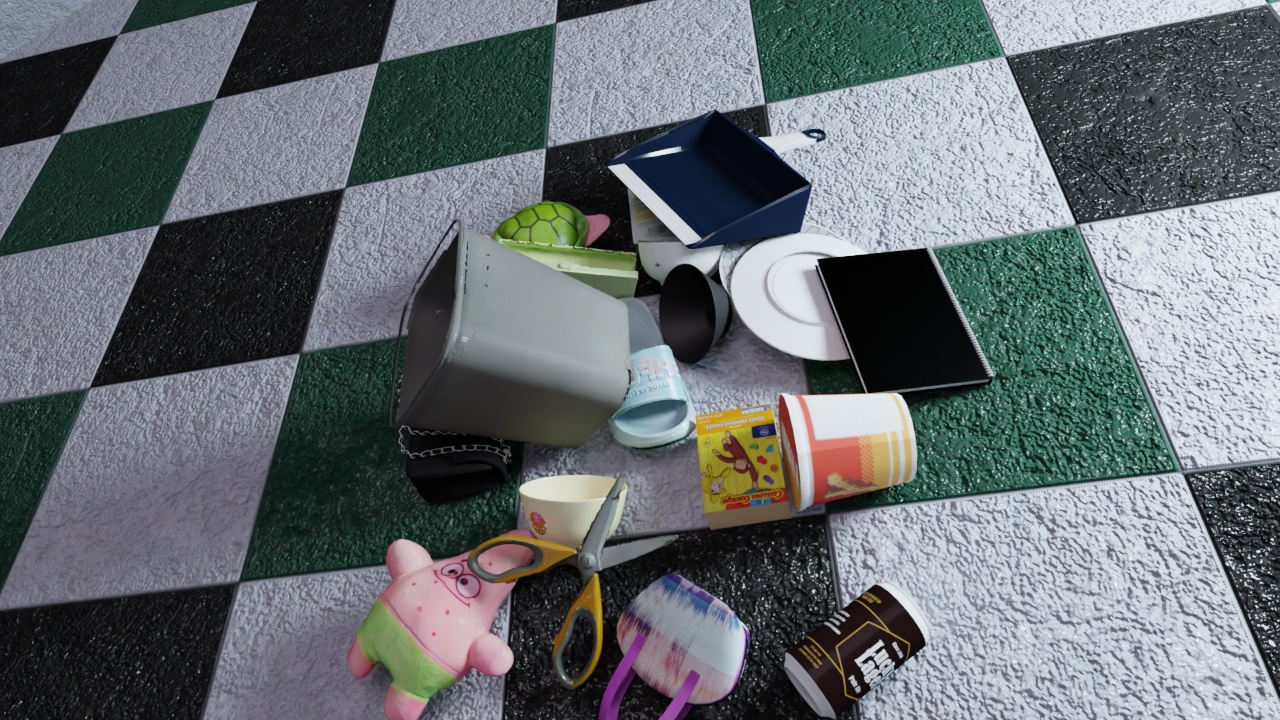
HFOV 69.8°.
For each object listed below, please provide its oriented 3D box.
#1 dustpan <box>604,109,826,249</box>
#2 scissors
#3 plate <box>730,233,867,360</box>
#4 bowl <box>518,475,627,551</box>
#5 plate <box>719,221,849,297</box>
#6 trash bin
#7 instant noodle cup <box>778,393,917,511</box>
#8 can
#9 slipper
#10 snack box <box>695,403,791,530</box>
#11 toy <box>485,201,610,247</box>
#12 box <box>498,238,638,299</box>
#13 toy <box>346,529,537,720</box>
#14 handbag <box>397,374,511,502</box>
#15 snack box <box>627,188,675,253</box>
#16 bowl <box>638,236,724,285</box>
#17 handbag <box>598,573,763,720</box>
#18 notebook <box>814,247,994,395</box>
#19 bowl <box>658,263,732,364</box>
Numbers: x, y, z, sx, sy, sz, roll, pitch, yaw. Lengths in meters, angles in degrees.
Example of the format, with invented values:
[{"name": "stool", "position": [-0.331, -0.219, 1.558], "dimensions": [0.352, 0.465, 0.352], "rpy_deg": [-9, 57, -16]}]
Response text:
[{"name": "dustpan", "position": [0.128, -0.259, 1.225], "dimensions": [0.272, 0.080, 0.236], "rpy_deg": [-12, 42, -27]}, {"name": "scissors", "position": [-0.076, 0.213, 0.935], "dimensions": [0.225, 0.016, 0.225], "rpy_deg": [18, 90, 12]}, {"name": "plate", "position": [0.215, -0.086, 1.124], "dimensions": [0.208, 0.015, 0.208], "rpy_deg": [1, 52, -2]}, {"name": "bowl", "position": [-0.073, 0.175, 1.006], "dimensions": [0.118, 0.117, 0.074], "rpy_deg": [2, 96, 18]}, {"name": "plate", "position": [0.194, -0.106, 1.161], "dimensions": [0.188, 0.016, 0.188], "rpy_deg": [1, 52, -2]}, {"name": "trash bin", "position": [-0.144, -0.011, 1.045], "dimensions": [0.220, 0.198, 0.197], "rpy_deg": [17, 50, -26]}, {"name": "instant noodle cup", "position": [0.217, 0.089, 0.969], "dimensions": [0.121, 0.124, 0.123], "rpy_deg": [-8, 52, 1]}, {"name": "can", "position": [0.202, 0.270, 0.859], "dimensions": [0.128, 0.072, 0.072], "rpy_deg": [-34, 52, -10]}, {"name": "slipper", "position": [-0.007, 0.007, 1.122], "dimensions": [0.104, 0.074, 0.245], "rpy_deg": [-19, 49, 3]}, {"name": "snack box", "position": [0.113, 0.117, 1.022], "dimensions": [0.088, 0.040, 0.125], "rpy_deg": [-10, 52, 9]}, {"name": "toy", "position": [-0.159, -0.164, 1.289], "dimensions": [0.238, 0.088, 0.190], "rpy_deg": [-20, 45, -6]}, {"name": "box", "position": [-0.097, -0.126, 1.209], "dimensions": [0.188, 0.092, 0.083], "rpy_deg": [6, 58, -7]}, {"name": "toy", "position": [-0.200, 0.263, 0.975], "dimensions": [0.192, 0.097, 0.236], "rpy_deg": [38, 64, 23]}, {"name": "handbag", "position": [-0.218, 0.076, 1.107], "dimensions": [0.125, 0.115, 0.153], "rpy_deg": [-6, 49, 6]}, {"name": "snack box", "position": [0.050, -0.230, 1.313], "dimensions": [0.132, 0.027, 0.167], "rpy_deg": [-11, 51, 7]}, {"name": "bowl", "position": [0.055, -0.131, 1.199], "dimensions": [0.113, 0.063, 0.113], "rpy_deg": [-3, 11, 0]}, {"name": "handbag", "position": [0.023, 0.306, 0.899], "dimensions": [0.145, 0.068, 0.169], "rpy_deg": [26, 71, 33]}, {"name": "notebook", "position": [0.306, -0.049, 1.079], "dimensions": [0.149, 0.016, 0.206], "rpy_deg": [-7, 53, -7]}, {"name": "bowl", "position": [0.078, -0.060, 1.143], "dimensions": [0.052, 0.124, 0.124], "rpy_deg": [-6, 43, -31]}]
